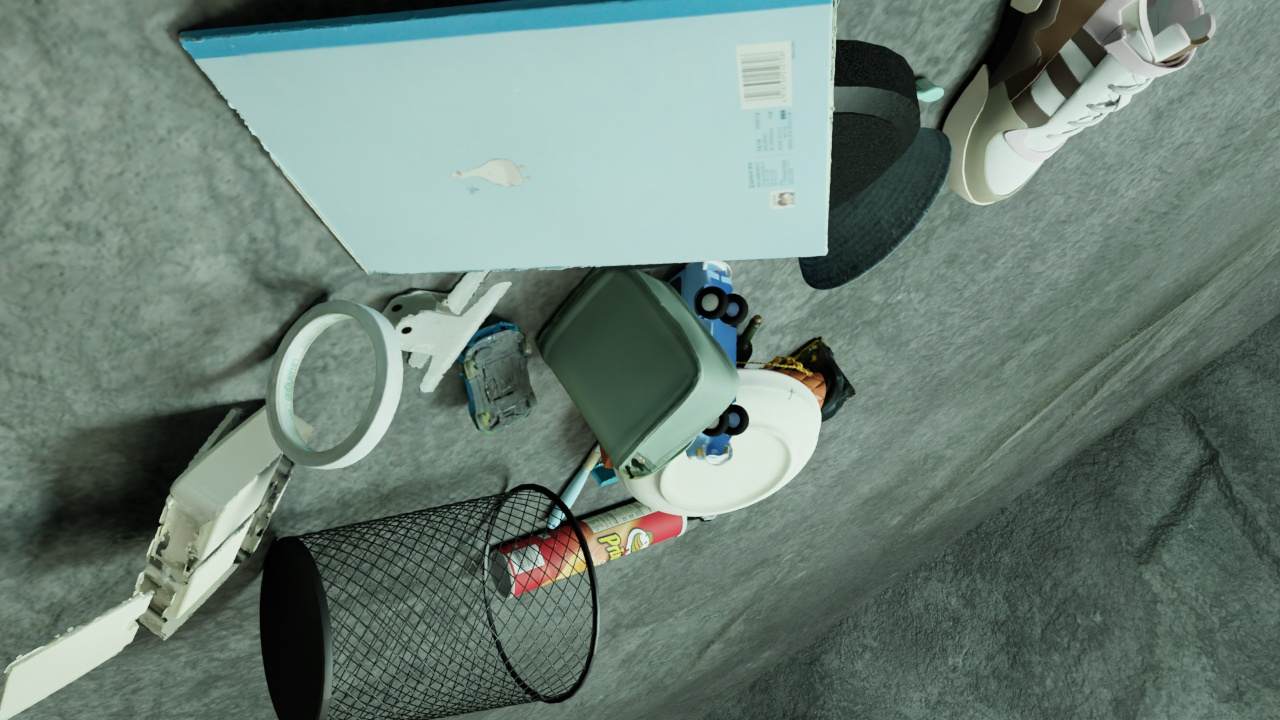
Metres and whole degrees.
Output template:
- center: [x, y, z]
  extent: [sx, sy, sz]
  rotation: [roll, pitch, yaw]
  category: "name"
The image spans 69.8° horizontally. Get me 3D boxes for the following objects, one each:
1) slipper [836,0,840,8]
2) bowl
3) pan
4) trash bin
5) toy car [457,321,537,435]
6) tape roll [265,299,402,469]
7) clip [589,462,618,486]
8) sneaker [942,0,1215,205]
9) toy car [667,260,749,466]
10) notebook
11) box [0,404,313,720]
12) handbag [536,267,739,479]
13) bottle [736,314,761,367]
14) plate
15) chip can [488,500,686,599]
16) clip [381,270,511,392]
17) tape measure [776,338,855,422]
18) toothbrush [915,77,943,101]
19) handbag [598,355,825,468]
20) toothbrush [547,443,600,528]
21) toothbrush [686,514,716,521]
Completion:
- center: [0.024, -0.175, 0.415]
  extent: [0.265, 0.083, 0.109]
  rotation: [3, 134, -51]
  category: "slipper"
- center: [0.142, -0.120, 0.636]
  extent: [0.057, 0.136, 0.137]
  rotation: [35, 115, -19]
  category: "bowl"
- center: [0.044, -0.116, 0.453]
  extent: [0.225, 0.034, 0.356]
  rotation: [-15, 169, -2]
  category: "pan"
- center: [-0.171, 0.198, 0.722]
  extent: [0.209, 0.184, 0.185]
  rotation: [-1, 139, -38]
  category: "trash bin"
- center: [-0.100, 0.010, 0.635]
  extent: [0.048, 0.032, 0.105]
  rotation: [-24, 146, -17]
  category: "toy car"
- center: [-0.168, 0.013, 0.500]
  extent: [0.093, 0.093, 0.013]
  rotation: [-42, 151, 15]
  category: "tape roll"
- center: [0.022, 0.076, 0.883]
  extent: [0.120, 0.030, 0.130]
  rotation: [-44, 152, 28]
  category: "clip"
- center: [0.313, -0.200, 0.646]
  extent: [0.111, 0.116, 0.294]
  rotation: [-24, 151, -18]
  category: "sneaker"
- center: [0.047, 0.001, 0.680]
  extent: [0.055, 0.153, 0.056]
  rotation: [-2, 176, 26]
  category: "toy car"
- center: [-0.042, -0.091, 0.415]
  extent: [0.253, 0.009, 0.181]
  rotation: [-1, 154, 9]
  category: "notebook"
- center: [-0.274, 0.113, 0.523]
  extent: [0.144, 0.044, 0.183]
  rotation: [-54, -177, 32]
  category: "box"
- center: [-0.004, 0.004, 0.635]
  extent: [0.106, 0.122, 0.067]
  rotation: [-46, 152, 18]
  category: "handbag"
- center: [0.084, -0.003, 0.819]
  extent: [0.025, 0.025, 0.106]
  rotation: [-14, 147, -34]
  category: "bottle"
- center: [0.069, 0.081, 0.772]
  extent: [0.182, 0.034, 0.183]
  rotation: [-8, 137, -8]
  category: "plate"
- center: [-0.051, 0.190, 0.958]
  extent: [0.214, 0.051, 0.052]
  rotation: [-13, 147, -33]
  category: "chip can"
- center: [-0.123, -0.016, 0.558]
  extent: [0.102, 0.052, 0.059]
  rotation: [-50, 161, 27]
  category: "clip"
- center: [0.171, 0.026, 0.914]
  extent: [0.072, 0.071, 0.042]
  rotation: [-32, 157, 9]
  category: "tape measure"
- center: [0.156, -0.181, 0.622]
  extent: [0.135, 0.017, 0.022]
  rotation: [-13, 147, -30]
  category: "toothbrush"
- center: [0.059, 0.040, 0.793]
  extent: [0.171, 0.060, 0.109]
  rotation: [4, 138, -19]
  category: "handbag"
- center: [-0.057, 0.113, 0.867]
  extent: [0.022, 0.016, 0.155]
  rotation: [18, 130, -17]
  category: "toothbrush"
- center: [0.037, 0.188, 1.091]
  extent: [0.014, 0.014, 0.167]
  rotation: [-37, 154, 31]
  category: "toothbrush"
